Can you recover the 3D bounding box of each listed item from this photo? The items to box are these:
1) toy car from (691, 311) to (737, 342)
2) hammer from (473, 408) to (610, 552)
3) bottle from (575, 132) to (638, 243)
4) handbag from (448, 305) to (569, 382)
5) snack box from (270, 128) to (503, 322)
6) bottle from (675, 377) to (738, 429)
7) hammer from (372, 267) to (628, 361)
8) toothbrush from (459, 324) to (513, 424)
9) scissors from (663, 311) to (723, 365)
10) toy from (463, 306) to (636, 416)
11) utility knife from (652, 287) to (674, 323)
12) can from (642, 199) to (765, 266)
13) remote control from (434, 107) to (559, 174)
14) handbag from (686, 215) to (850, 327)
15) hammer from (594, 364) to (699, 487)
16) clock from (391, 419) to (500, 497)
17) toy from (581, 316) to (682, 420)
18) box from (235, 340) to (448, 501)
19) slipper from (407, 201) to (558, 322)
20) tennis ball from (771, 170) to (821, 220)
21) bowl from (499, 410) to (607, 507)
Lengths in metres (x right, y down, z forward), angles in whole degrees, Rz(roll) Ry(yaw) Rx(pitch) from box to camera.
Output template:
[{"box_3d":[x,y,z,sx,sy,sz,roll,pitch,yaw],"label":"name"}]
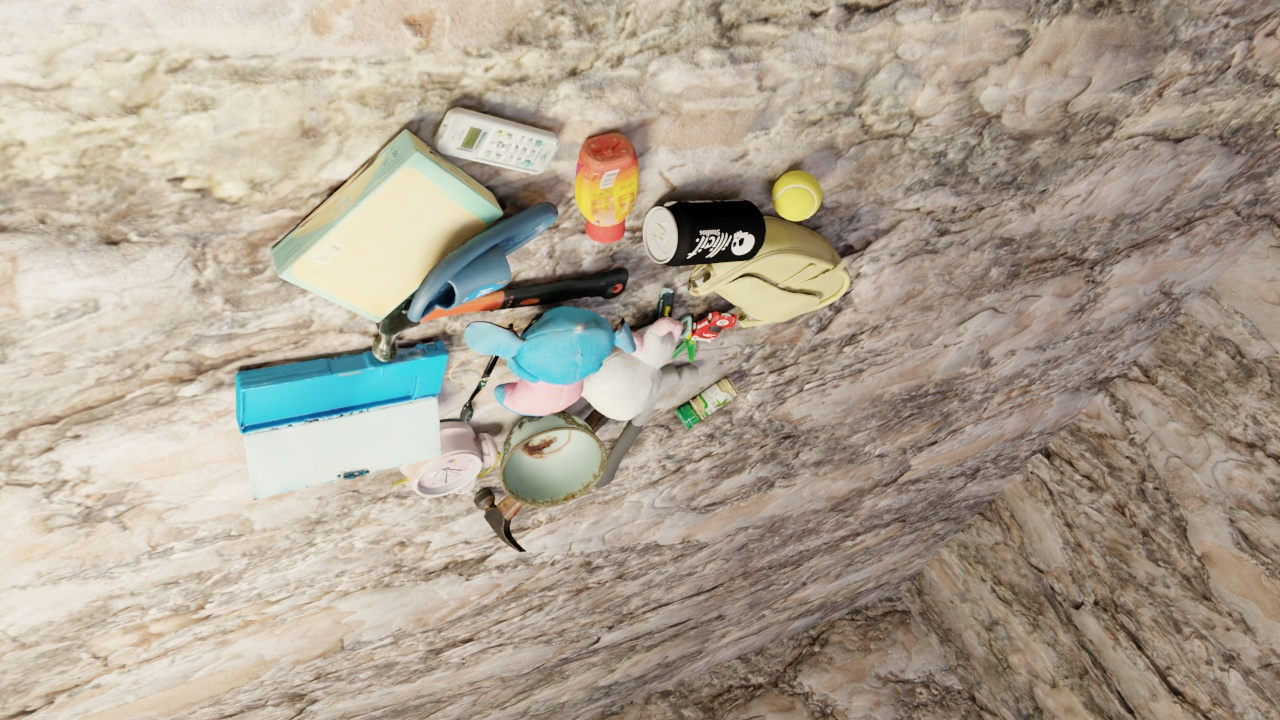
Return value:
[{"box_3d":[0.107,-0.050,1.348,0.038,0.025,0.090,6,165,-20],"label":"toy car"},{"box_3d":[-0.120,0.156,1.440,0.331,0.120,0.033,-46,161,11],"label":"hammer"},{"box_3d":[-0.038,-0.192,1.047,0.071,0.048,0.134,-20,148,-17],"label":"bottle"},{"box_3d":[-0.168,-0.014,1.211,0.178,0.027,0.084,-23,145,-14],"label":"handbag"},{"box_3d":[-0.258,-0.131,0.947,0.194,0.044,0.141,-38,150,12],"label":"snack box"},{"box_3d":[0.115,0.071,1.571,0.110,0.042,0.042,-35,149,3],"label":"bottle"},{"box_3d":[-0.160,-0.077,1.130,0.332,0.033,0.133,-11,143,-32],"label":"hammer"},{"box_3d":[-0.208,0.021,1.241,0.014,0.017,0.188,-8,142,-44],"label":"toothbrush"},{"box_3d":[0.075,-0.034,1.410,0.127,0.011,0.123,-44,146,18],"label":"scissors"},{"box_3d":[-0.118,0.003,1.170,0.223,0.099,0.192,-4,147,-29],"label":"toy"},{"box_3d":[0.030,-0.050,1.343,0.028,0.020,0.175,-21,147,-20],"label":"utility knife"},{"box_3d":[0.082,-0.162,1.164,0.145,0.080,0.080,-8,142,-33],"label":"can"},{"box_3d":[-0.145,-0.224,0.933,0.133,0.022,0.050,3,136,-44],"label":"remote control"},{"box_3d":[0.191,-0.120,1.318,0.191,0.088,0.232,-38,149,18],"label":"handbag"},{"box_3d":[-0.017,0.118,1.536,0.124,0.029,0.312,-7,142,-36],"label":"hammer"},{"box_3d":[-0.272,0.145,1.323,0.117,0.058,0.157,-46,147,24],"label":"clock"},{"box_3d":[-0.008,0.008,1.320,0.180,0.101,0.138,-50,148,14],"label":"toy"},{"box_3d":[-0.363,0.063,1.127,0.243,0.060,0.176,-11,127,-30],"label":"box"},{"box_3d":[-0.167,-0.102,0.997,0.213,0.059,0.104,-41,-176,-30],"label":"slipper"},{"box_3d":[0.206,-0.217,1.207,0.065,0.065,0.065,-22,148,-15],"label":"tennis ball"},{"box_3d":[-0.138,0.131,1.368,0.159,0.093,0.160,-11,131,-13],"label":"bowl"}]
